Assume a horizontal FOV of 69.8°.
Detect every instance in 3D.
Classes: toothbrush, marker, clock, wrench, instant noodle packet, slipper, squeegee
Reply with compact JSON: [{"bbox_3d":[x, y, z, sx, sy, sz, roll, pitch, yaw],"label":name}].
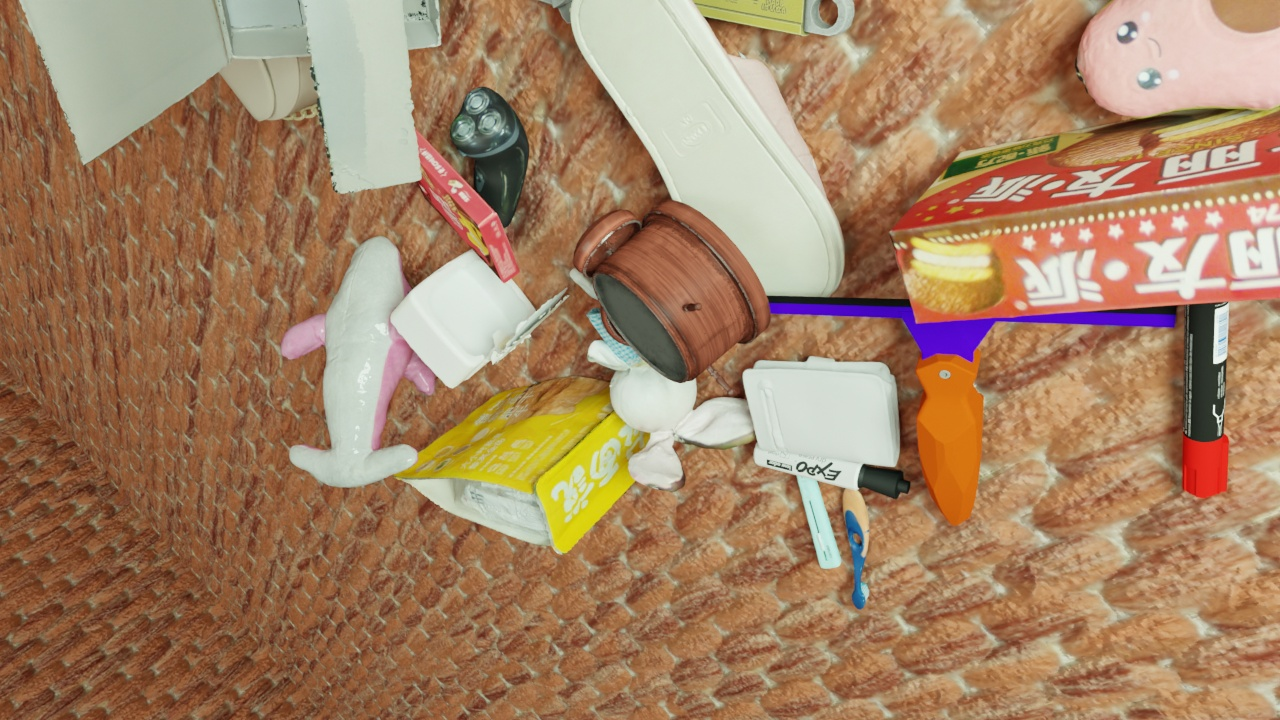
[{"bbox_3d":[0.185,0.159,0.782,0.022,0.017,0.135,10,125,33],"label":"toothbrush"},{"bbox_3d":[0.153,0.086,0.736,0.126,0.025,0.025,12,129,29],"label":"marker"},{"bbox_3d":[0.015,-0.050,0.655,0.158,0.072,0.121,35,159,42],"label":"clock"},{"bbox_3d":[0.327,0.016,0.530,0.023,0.021,0.145,-6,119,20],"label":"marker"},{"bbox_3d":[0.014,-0.252,0.600,0.274,0.018,0.084,22,130,29],"label":"wrench"},{"bbox_3d":[-0.113,0.085,0.878,0.222,0.162,0.084,6,126,40],"label":"instant noodle packet"},{"bbox_3d":[0.054,-0.148,0.619,0.114,0.054,0.274,-13,121,43],"label":"slipper"},{"bbox_3d":[0.211,0.043,0.624,0.250,0.055,0.185,4,130,27],"label":"squeegee"}]

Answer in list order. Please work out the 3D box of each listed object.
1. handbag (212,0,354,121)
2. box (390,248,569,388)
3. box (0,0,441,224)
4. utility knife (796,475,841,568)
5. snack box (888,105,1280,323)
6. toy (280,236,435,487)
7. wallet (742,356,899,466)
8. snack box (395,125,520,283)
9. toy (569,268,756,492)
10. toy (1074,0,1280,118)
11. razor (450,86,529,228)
[{"bbox_3d":[-0.343,-0.331,0.817,0.210,0.103,0.209,54,148,-6],"label":"handbag"},{"bbox_3d":[-0.136,-0.046,0.836,0.124,0.108,0.137,50,142,-4],"label":"box"},{"bbox_3d":[-0.286,-0.256,0.597,0.150,0.367,0.167,25,136,21],"label":"box"},{"bbox_3d":[0.150,0.125,0.788,0.022,0.015,0.129,-1,117,39],"label":"utility knife"},{"bbox_3d":[0.255,-0.076,0.448,0.237,0.112,0.060,-3,120,44],"label":"snack box"},{"bbox_3d":[-0.269,0.005,0.956,0.187,0.265,0.128,-4,161,23],"label":"toy"},{"bbox_3d":[0.140,0.037,0.706,0.116,0.032,0.086,6,120,30],"label":"wallet"},{"bbox_3d":[-0.160,-0.136,0.806,0.133,0.021,0.089,46,165,25],"label":"snack box"},{"bbox_3d":[-0.005,0.004,0.772,0.205,0.130,0.106,59,156,-3],"label":"toy"},{"bbox_3d":[0.262,-0.152,0.428,0.110,0.051,0.090,-22,97,53],"label":"toy"},{"bbox_3d":[-0.127,-0.162,0.768,0.053,0.063,0.141,57,156,25],"label":"razor"}]
